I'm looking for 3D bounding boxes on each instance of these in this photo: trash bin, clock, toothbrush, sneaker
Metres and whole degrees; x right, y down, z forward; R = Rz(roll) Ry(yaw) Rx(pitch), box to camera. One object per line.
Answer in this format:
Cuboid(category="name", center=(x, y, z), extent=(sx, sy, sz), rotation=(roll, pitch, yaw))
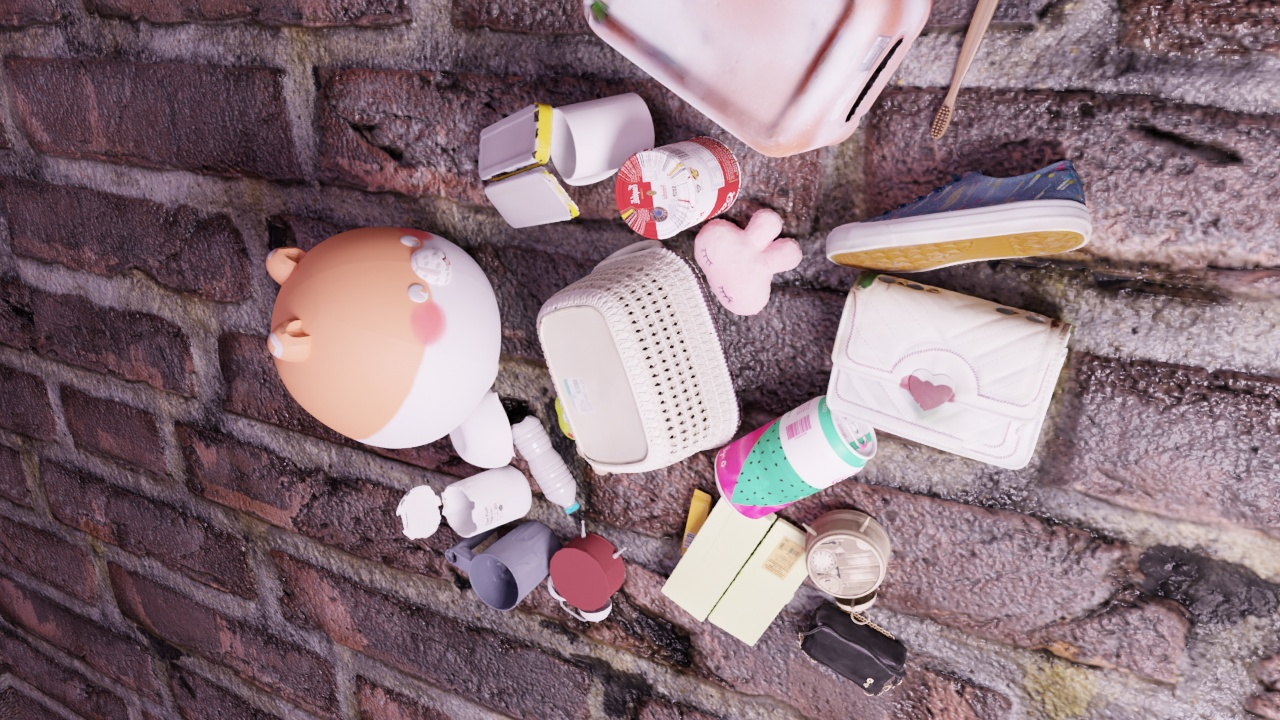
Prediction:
Cuboid(category="trash bin", center=(0.096, -0.318, 0.818), extent=(0.260, 0.157, 0.182), rotation=(40, 124, 13))
Cuboid(category="clock", center=(0.229, 0.232, 1.006), extent=(0.093, 0.054, 0.141), rotation=(-10, 108, 20))
Cuboid(category="toothbrush", center=(0.289, -0.275, 0.804), extent=(0.016, 0.016, 0.167), rotation=(26, 119, 19))
Cuboid(category="clock", center=(-0.073, 0.288, 1.221), extent=(0.096, 0.048, 0.138), rotation=(29, 121, 19))
Cuboid(category="sneaker", center=(0.279, -0.132, 0.832), extent=(0.236, 0.087, 0.079), rotation=(-4, 75, 36))

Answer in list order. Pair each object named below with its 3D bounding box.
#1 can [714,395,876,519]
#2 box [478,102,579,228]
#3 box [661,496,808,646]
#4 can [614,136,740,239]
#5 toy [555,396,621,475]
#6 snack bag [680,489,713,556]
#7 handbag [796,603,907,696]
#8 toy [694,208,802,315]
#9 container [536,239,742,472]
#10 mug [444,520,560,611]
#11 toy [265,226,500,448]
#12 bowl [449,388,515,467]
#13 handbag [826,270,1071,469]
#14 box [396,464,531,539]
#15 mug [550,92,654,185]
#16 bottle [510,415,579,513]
Cuboid(category="can", center=(0.162, 0.104, 0.982), extent=(0.166, 0.088, 0.088), rotation=(-34, 89, 36))
Cuboid(category="box", center=(-0.132, -0.208, 1.015), extent=(0.210, 0.045, 0.128), rotation=(9, 118, 63))
Cuboid(category="box", center=(0.120, 0.250, 1.092), extent=(0.138, 0.029, 0.188), rotation=(34, 121, 7))
Cuboid(category="can", center=(0.039, -0.177, 0.930), extent=(0.087, 0.116, 0.087), rotation=(12, 114, 27))
Cuboid(category="toy", center=(-0.057, 0.090, 1.138), extent=(0.092, 0.043, 0.118), rotation=(-13, 103, 33))
Cuboid(category="snack bag", center=(0.069, 0.201, 1.119), extent=(0.026, 0.020, 0.099), rotation=(18, 117, 18))
Cuboid(category="handbag", center=(0.239, 0.335, 1.049), extent=(0.128, 0.054, 0.079), rotation=(28, 124, 17))
Cuboid(category="toy", center=(0.113, -0.107, 0.957), extent=(0.105, 0.053, 0.108), rotation=(-33, 88, 21))
Cuboid(category="container", center=(-0.006, 0.006, 1.013), extent=(0.185, 0.142, 0.251), rotation=(-7, 105, 47))
Cuboid(category="mug", center=(-0.184, 0.266, 1.246), extent=(0.124, 0.103, 0.084), rotation=(24, 120, 21))
Cuboid(category="toy", center=(-0.304, -0.036, 1.092), extent=(0.266, 0.280, 0.262), rotation=(-42, 48, 31))
Cuboid(category="bowl", center=(-0.217, 0.092, 1.204), extent=(0.115, 0.050, 0.115), rotation=(32, 131, 46))
Cuboid(category="handbag", center=(0.286, 0.005, 0.866), extent=(0.199, 0.096, 0.142), rotation=(18, 116, 26))
Cuboid(category="box", center=(-0.230, 0.194, 1.212), extent=(0.095, 0.165, 0.084), rotation=(14, 111, 38))
Cuboid(category="mug", center=(-0.047, -0.226, 0.974), extent=(0.073, 0.090, 0.111), rotation=(63, 155, 20))
Cuboid(category="bottle", center=(-0.122, 0.137, 1.194), extent=(0.044, 0.044, 0.136), rotation=(-29, 92, 36))
